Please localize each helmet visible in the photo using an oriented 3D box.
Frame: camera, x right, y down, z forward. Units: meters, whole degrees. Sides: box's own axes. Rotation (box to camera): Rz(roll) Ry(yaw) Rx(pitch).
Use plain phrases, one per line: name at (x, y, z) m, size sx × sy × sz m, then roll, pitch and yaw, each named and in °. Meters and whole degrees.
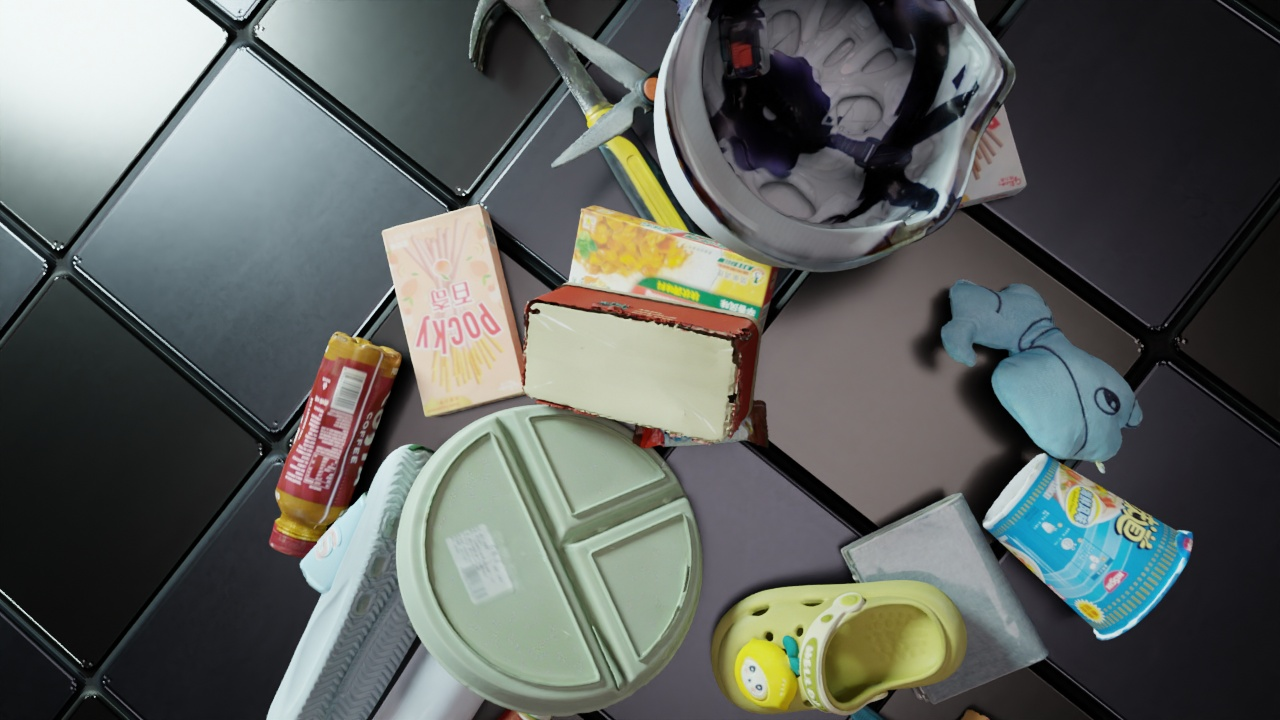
helmet at (0.110, -0.175, 0.643) m, size 0.229 × 0.146 × 0.258 m, roll 37°, pitch 78°, yaw -12°

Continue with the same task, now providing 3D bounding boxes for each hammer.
hammer at (-0.024, -0.180, 0.735) m, size 0.126 × 0.032 × 0.323 m, roll -33°, pitch 85°, yaw 2°

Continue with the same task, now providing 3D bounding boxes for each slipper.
slipper at (-0.213, 0.179, 0.698) m, size 0.074 × 0.104 × 0.245 m, roll 20°, pitch 82°, yaw 32°
slipper at (0.135, 0.208, 0.659) m, size 0.191 × 0.081 × 0.091 m, roll -17°, pitch 84°, yaw 20°

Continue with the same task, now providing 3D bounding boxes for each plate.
plate at (-0.059, 0.135, 0.666) m, size 0.230 × 0.028 × 0.229 m, roll 8°, pitch 62°, yaw -15°

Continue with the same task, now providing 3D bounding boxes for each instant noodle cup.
instant noodle cup at (0.315, 0.126, 0.662) m, size 0.110 × 0.099 × 0.099 m, roll 39°, pitch 90°, yaw 15°

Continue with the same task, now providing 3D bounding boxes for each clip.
clip at (0.182, 0.279, 0.696) m, size 0.057 × 0.046 × 0.014 m, roll 34°, pitch 92°, yaw 10°

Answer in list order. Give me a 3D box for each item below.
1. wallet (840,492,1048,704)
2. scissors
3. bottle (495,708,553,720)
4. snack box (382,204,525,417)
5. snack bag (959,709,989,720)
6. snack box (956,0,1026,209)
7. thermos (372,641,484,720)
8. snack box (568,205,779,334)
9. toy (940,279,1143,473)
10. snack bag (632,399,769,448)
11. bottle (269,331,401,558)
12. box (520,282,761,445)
wallet at (0.223, 0.180, 0.688) m, size 0.107 × 0.037 × 0.129 m, roll -29°, pitch 83°, yaw 15°
scissors at (0.028, -0.202, 0.711) m, size 0.230 × 0.022 × 0.221 m, roll -42°, pitch 96°, yaw -16°
bottle at (-0.110, 0.309, 0.701) m, size 0.060 × 0.060 × 0.206 m, roll 33°, pitch 86°, yaw 6°
snack box at (-0.148, -0.039, 0.739) m, size 0.084 × 0.026 × 0.157 m, roll -15°, pitch 85°, yaw 4°
snack bag at (0.251, 0.380, 0.670) m, size 0.128 × 0.073 × 0.207 m, roll 30°, pitch 82°, yaw 6°
snack box at (0.236, -0.196, 0.716) m, size 0.085 × 0.027 × 0.156 m, roll -14°, pitch 85°, yaw 4°
thermos at (-0.135, 0.220, 0.705) m, size 0.073 × 0.073 × 0.224 m, roll 32°, pitch 89°, yaw 6°
snack box at (0.022, -0.061, 0.699) m, size 0.156 × 0.027 × 0.077 m, roll 18°, pitch 112°, yaw 17°
toy at (0.298, 0.011, 0.678) m, size 0.161 × 0.050 × 0.156 m, roll 3°, pitch 65°, yaw -17°
snack bag at (0.047, 0.050, 0.713) m, size 0.104 × 0.026 × 0.048 m, roll -2°, pitch 46°, yaw 6°
bottle at (-0.244, 0.068, 0.725) m, size 0.057 × 0.057 × 0.175 m, roll 20°, pitch 88°, yaw 6°
box at (-0.004, 0.004, 0.671) m, size 0.168 × 0.077 × 0.091 m, roll 12°, pitch 111°, yaw 20°
